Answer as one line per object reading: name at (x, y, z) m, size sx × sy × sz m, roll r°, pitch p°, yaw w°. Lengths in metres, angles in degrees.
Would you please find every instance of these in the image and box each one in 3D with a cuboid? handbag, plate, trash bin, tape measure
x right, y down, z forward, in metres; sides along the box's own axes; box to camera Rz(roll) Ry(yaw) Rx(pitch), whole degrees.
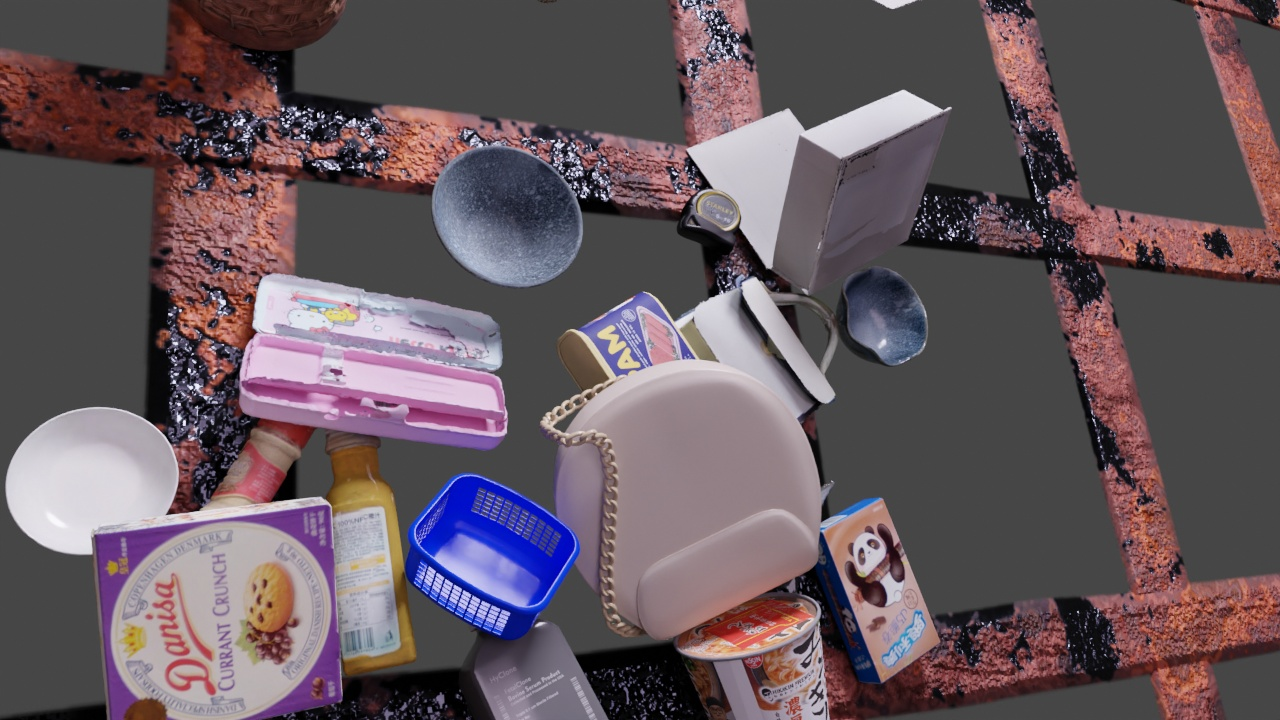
handbag at (0.137, -0.017, 0.903) m, size 0.175 × 0.074 × 0.151 m, roll -29°, pitch 86°, yaw -31°
plate at (-0.384, 0.086, 0.647) m, size 0.104 × 0.026 × 0.104 m, roll 9°, pitch 69°, yaw -23°
trash bin at (-0.304, -0.377, 0.744) m, size 0.151 × 0.211 × 0.151 m, roll 9°, pitch 68°, yaw -22°
handbag at (0.038, 0.109, 0.748) m, size 0.210 × 0.103 × 0.208 m, roll -25°, pitch 100°, yaw -3°
tape measure at (0.072, -0.144, 0.940) m, size 0.061 × 0.034 × 0.061 m, roll 25°, pitch 67°, yaw -10°

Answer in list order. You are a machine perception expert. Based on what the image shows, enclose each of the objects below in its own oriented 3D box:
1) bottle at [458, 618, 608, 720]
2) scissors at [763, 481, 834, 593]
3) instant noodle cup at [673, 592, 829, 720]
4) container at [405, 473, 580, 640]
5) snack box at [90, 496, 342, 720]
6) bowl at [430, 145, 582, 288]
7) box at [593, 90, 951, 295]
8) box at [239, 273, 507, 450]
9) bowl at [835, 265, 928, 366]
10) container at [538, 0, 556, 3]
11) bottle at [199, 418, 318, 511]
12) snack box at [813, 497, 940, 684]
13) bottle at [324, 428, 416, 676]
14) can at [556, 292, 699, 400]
bottle at (-0.089, 0.252, 0.707) m, size 0.083 × 0.046 × 0.174 m, roll -20°, pitch 73°, yaw -35°
scissors at (0.107, 0.159, 0.861) m, size 0.202 × 0.015 × 0.201 m, roll 45°, pitch 59°, yaw -3°
instant noodle cup at (0.102, 0.274, 0.758) m, size 0.123 × 0.124 × 0.122 m, roll -17°, pitch 95°, yaw -29°
container at (-0.115, 0.151, 0.693) m, size 0.114 × 0.058 × 0.095 m, roll 29°, pitch 40°, yaw 5°
snack box at (-0.286, 0.175, 0.629) m, size 0.147 × 0.041 × 0.143 m, roll -4°, pitch 94°, yaw -26°
bowl at (-0.125, -0.119, 0.824) m, size 0.137 × 0.057 × 0.137 m, roll 8°, pitch 69°, yaw -23°
box at (0.126, -0.204, 1.037) m, size 0.167 × 0.423 × 0.174 m, roll -28°, pitch 119°, yaw -31°
box at (-0.208, 0.001, 0.736) m, size 0.201 × 0.038 × 0.152 m, roll 11°, pitch 35°, yaw -22°
bowl at (0.247, -0.041, 0.974) m, size 0.110 × 0.055 × 0.110 m, roll 8°, pitch 68°, yaw -22°
container at (-0.055, -0.491, 0.927) m, size 0.143 × 0.185 × 0.245 m, roll 42°, pitch 58°, yaw 6°
bottle at (-0.284, 0.080, 0.687) m, size 0.044 × 0.044 × 0.108 m, roll 31°, pitch 63°, yaw -13°
snack box at (0.220, 0.217, 0.873) m, size 0.087 × 0.034 × 0.151 m, roll -20°, pitch 87°, yaw -32°
bottle at (-0.209, 0.138, 0.695) m, size 0.053 × 0.053 × 0.186 m, roll -5°, pitch 74°, yaw -27°
can at (-0.005, 0.005, 0.838) m, size 0.092 × 0.057 × 0.116 m, roll -33°, pitch 88°, yaw -32°
